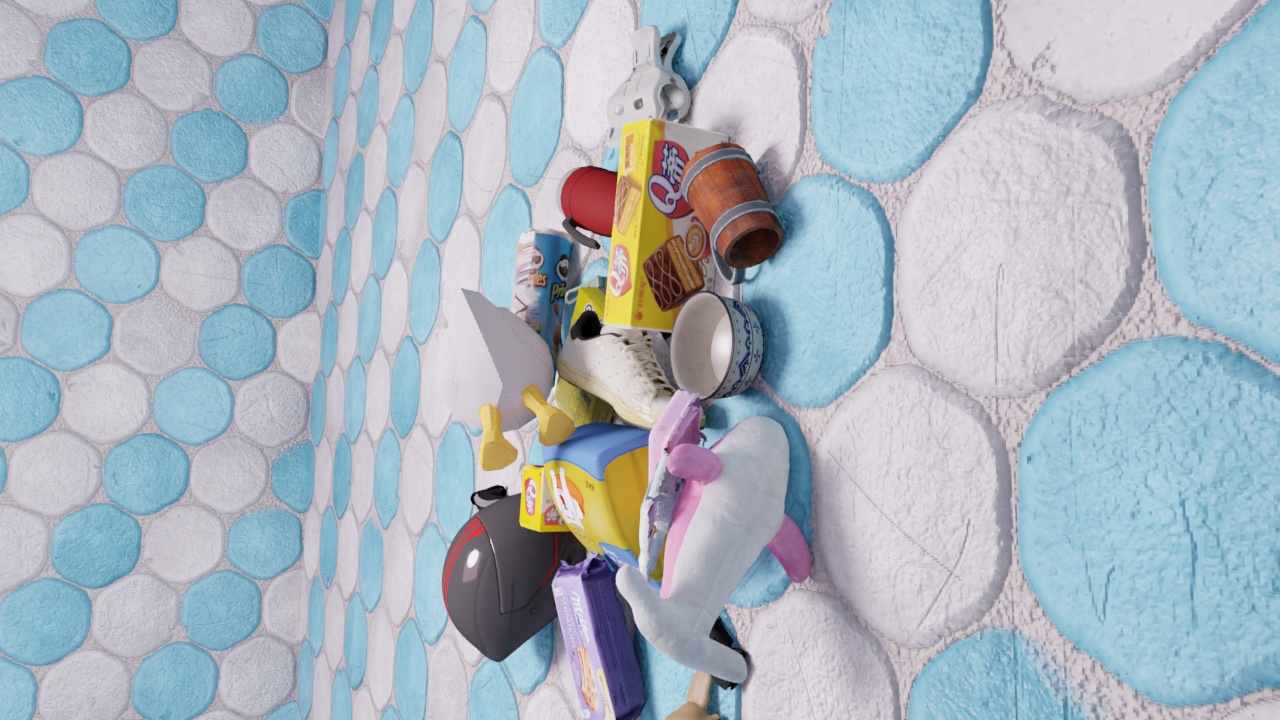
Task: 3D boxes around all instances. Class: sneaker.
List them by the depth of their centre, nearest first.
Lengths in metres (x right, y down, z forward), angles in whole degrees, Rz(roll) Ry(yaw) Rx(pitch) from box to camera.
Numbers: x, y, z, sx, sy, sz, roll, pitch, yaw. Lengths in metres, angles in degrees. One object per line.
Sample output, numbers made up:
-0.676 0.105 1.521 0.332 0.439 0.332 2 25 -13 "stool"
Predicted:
-0.006 0.006 1.074 0.242 0.088 0.102 27 109 44 "sneaker"

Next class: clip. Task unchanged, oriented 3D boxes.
0.017 -0.337 1.147 0.126 0.091 0.151 9 80 57 "clip"
-0.073 -0.096 1.277 0.075 0.035 0.023 -28 61 48 "clip"

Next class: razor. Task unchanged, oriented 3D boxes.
-0.217 0.236 1.457 0.060 0.057 0.156 -56 28 -12 "razor"

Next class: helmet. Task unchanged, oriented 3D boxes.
-0.191 0.298 1.287 0.164 0.169 0.265 37 118 55 "helmet"

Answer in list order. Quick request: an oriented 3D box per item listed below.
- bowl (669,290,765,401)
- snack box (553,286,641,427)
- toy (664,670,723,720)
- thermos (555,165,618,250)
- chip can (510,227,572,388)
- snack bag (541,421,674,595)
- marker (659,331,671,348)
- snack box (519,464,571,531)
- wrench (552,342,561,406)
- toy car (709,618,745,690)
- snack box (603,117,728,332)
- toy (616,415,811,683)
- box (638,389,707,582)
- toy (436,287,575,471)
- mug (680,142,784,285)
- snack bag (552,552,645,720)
0.087 -0.013 0.968 0.116 0.059 0.115 -12 76 58 "bowl"
-0.061 0.007 1.230 0.121 0.045 0.181 47 129 48 "snack box"
0.043 0.399 0.954 0.106 0.108 0.134 12 96 43 "toy"
-0.039 -0.187 1.165 0.108 0.084 0.199 -48 35 -9 "thermos"
-0.149 -0.075 1.320 0.080 0.079 0.229 -23 58 56 "chip can"
-0.030 0.187 1.116 0.159 0.102 0.205 3 108 59 "snack bag"
0.046 -0.007 1.082 0.022 0.016 0.138 81 166 -48 "marker"
-0.097 0.180 1.206 0.061 0.105 0.083 -1 85 59 "snack box"
-0.137 -0.058 1.392 0.066 0.018 0.273 -40 54 51 "wrench"
0.072 0.299 0.977 0.112 0.034 0.046 48 127 50 "toy car"
0.028 -0.147 1.034 0.062 0.110 0.230 10 95 58 "snack box"
0.065 0.165 0.865 0.128 0.186 0.264 -32 22 49 "toy"
0.022 0.135 0.944 0.202 0.045 0.154 90 -155 -55 "box"
-0.185 0.002 1.132 0.247 0.140 0.267 80 163 -53 "toy"
0.094 -0.148 0.967 0.118 0.081 0.111 106 148 -53 "mug"
-0.051 0.343 1.131 0.097 0.058 0.205 -32 68 57 "snack bag"
